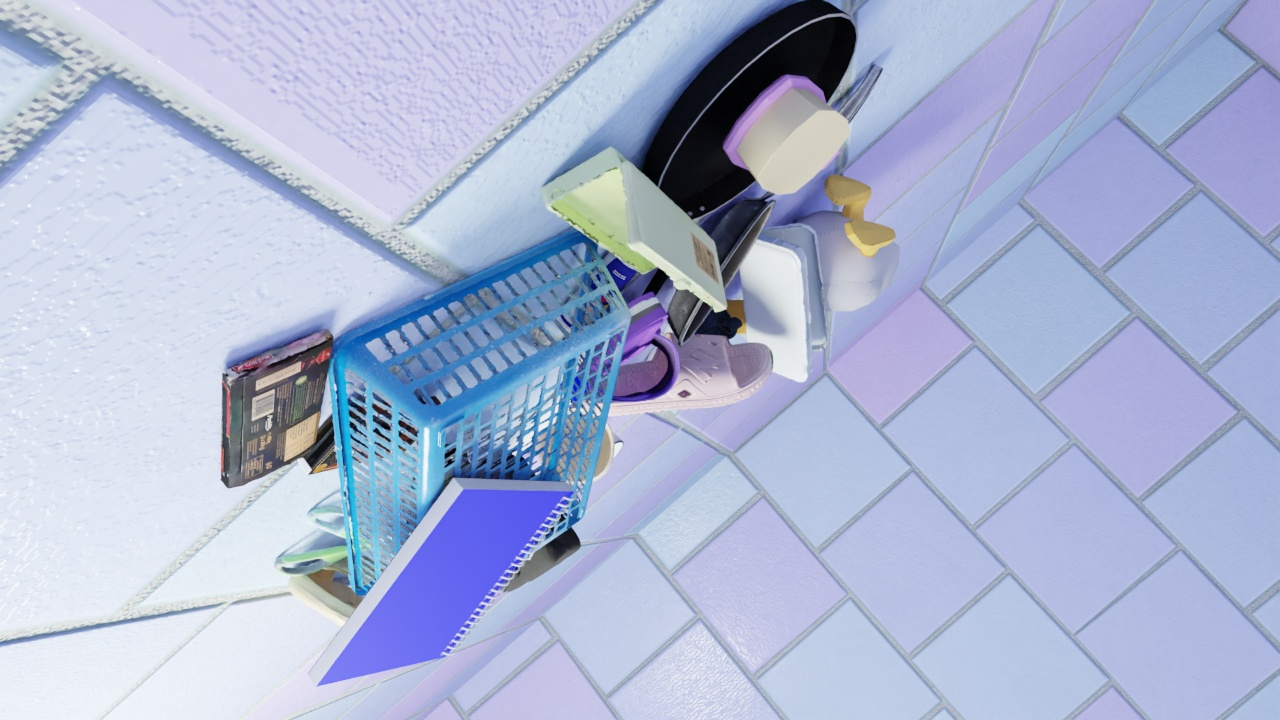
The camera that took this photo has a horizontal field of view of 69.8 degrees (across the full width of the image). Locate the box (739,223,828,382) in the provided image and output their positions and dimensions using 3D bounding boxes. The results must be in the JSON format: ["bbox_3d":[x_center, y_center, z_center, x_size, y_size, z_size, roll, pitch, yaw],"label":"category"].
[{"bbox_3d":[0.167,-0.064,1.134,0.123,0.083,0.216,-6,133,15],"label":"box"}]

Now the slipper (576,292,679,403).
[{"bbox_3d":[-0.006,0.005,0.976,0.107,0.084,0.267,-32,175,-8],"label":"slipper"}]

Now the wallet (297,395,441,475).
[{"bbox_3d":[-0.229,0.061,0.789,0.072,0.019,0.122,-43,166,20],"label":"wallet"}]

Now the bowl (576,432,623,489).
[{"bbox_3d":[-0.088,0.130,1.286,0.118,0.062,0.118,-38,167,-11],"label":"bowl"}]

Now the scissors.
[{"bbox_3d":[-0.278,0.182,0.922,0.171,0.025,0.160,-12,136,-22],"label":"scissors"}]

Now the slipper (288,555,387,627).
[{"bbox_3d":[-0.317,0.259,1.031,0.079,0.111,0.262,-59,177,-20],"label":"slipper"}]

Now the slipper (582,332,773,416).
[{"bbox_3d":[0.042,0.011,1.106,0.239,0.094,0.064,-11,128,2],"label":"slipper"}]

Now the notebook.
[{"bbox_3d":[-0.161,0.185,0.786,0.209,0.022,0.171,-52,154,11],"label":"notebook"}]

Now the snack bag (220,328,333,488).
[{"bbox_3d":[-0.257,0.038,0.646,0.074,0.018,0.156,-29,162,-38],"label":"snack bag"}]

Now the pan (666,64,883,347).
[{"bbox_3d":[0.135,-0.166,0.981,0.357,0.055,0.187,-58,174,12],"label":"pan"}]

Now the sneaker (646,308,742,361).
[{"bbox_3d":[0.071,-0.004,1.239,0.089,0.087,0.236,-33,164,-30],"label":"sneaker"}]

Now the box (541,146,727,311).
[{"bbox_3d":[-0.003,-0.095,0.731,0.083,0.091,0.188,-11,163,22],"label":"box"}]

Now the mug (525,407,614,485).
[{"bbox_3d":[-0.093,0.113,1.175,0.120,0.096,0.100,-1,171,-2],"label":"mug"}]

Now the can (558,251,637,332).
[{"bbox_3d":[-0.040,-0.066,0.872,0.095,0.032,0.032,-47,165,25],"label":"can"}]

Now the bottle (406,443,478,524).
[{"bbox_3d":[-0.212,0.147,0.990,0.071,0.071,0.207,-33,164,-30],"label":"bottle"}]

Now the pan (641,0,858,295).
[{"bbox_3d":[0.065,-0.169,0.828,0.224,0.034,0.358,-29,162,-40],"label":"pan"}]

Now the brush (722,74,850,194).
[{"bbox_3d":[0.147,-0.189,0.815,0.089,0.043,0.228,-47,163,21],"label":"brush"}]

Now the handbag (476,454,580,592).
[{"bbox_3d":[-0.172,0.208,1.123,0.125,0.153,0.114,-43,170,27],"label":"handbag"}]

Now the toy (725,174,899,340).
[{"bbox_3d":[0.236,-0.114,1.227,0.246,0.140,0.268,-3,147,-25],"label":"toy"}]

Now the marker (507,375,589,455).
[{"bbox_3d":[-0.111,0.063,1.098,0.133,0.027,0.023,-43,166,19],"label":"marker"}]

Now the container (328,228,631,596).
[{"bbox_3d":[-0.130,0.080,0.815,0.256,0.089,0.363,-31,151,-34],"label":"container"}]
